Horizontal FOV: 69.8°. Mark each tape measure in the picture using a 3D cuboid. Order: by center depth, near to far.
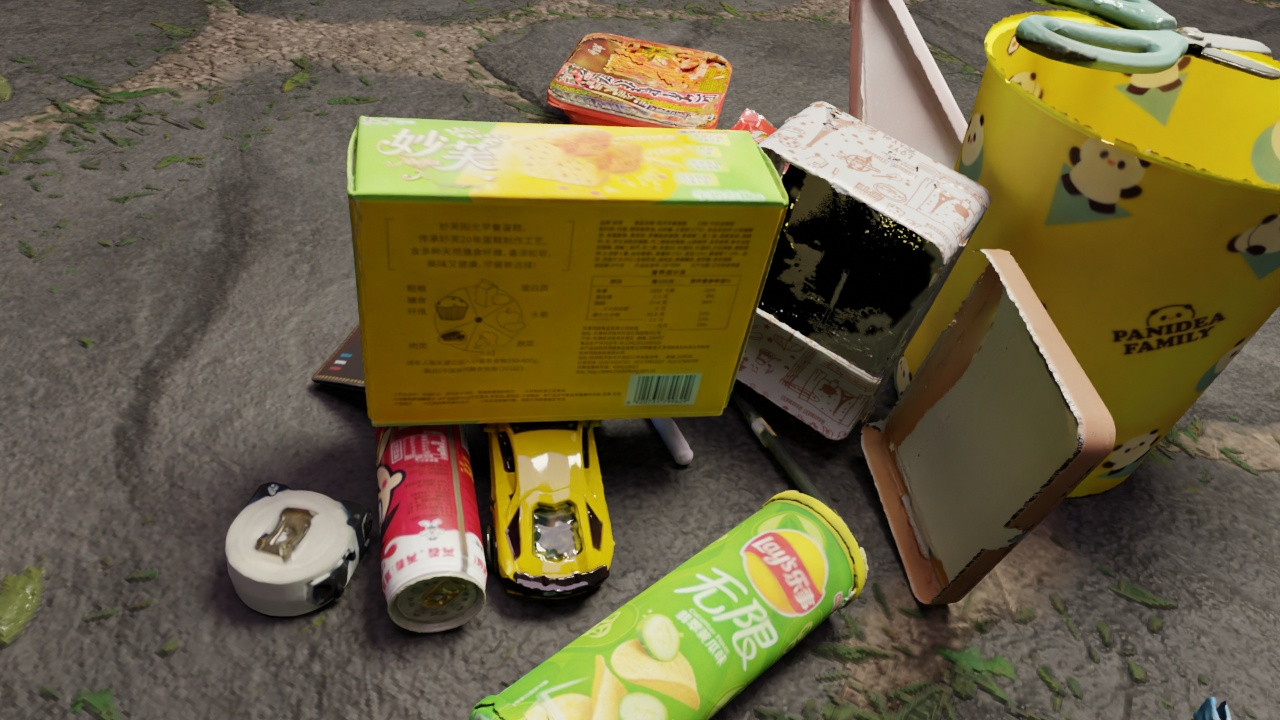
[{"bbox_3d":[-0.185,0.101,0.491,0.066,0.034,0.065,10,39,3],"label":"tape measure"}]

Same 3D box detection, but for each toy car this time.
[{"bbox_3d":[-0.056,0.063,0.534,0.071,0.041,0.155,-1,59,-13],"label":"toy car"}]

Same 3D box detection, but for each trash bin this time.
[{"bbox_3d":[0.295,-0.061,0.603,0.229,0.256,0.229,6,40,-5],"label":"trash bin"}]

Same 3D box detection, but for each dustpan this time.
[{"bbox_3d":[0.252,-0.212,0.792,0.139,0.273,0.222,0,10,11],"label":"dustpan"}]

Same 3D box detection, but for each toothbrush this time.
[{"bbox_3d":[0.086,0.055,0.615,0.012,0.017,0.185,-12,46,-27],"label":"toothbrush"},{"bbox_3d":[-0.004,0.004,0.654,0.021,0.029,0.189,-37,48,9],"label":"toothbrush"}]

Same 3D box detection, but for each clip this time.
[{"bbox_3d":[0.300,0.204,0.473,0.029,0.025,0.056,12,44,9],"label":"clip"}]

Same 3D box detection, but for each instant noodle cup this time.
[{"bbox_3d":[0.000,-0.259,0.917,0.164,0.079,0.188,13,41,4],"label":"instant noodle cup"}]

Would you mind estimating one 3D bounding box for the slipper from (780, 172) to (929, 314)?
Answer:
[{"bbox_3d":[0.146,-0.087,0.726,0.190,0.092,0.081,21,19,6],"label":"slipper"}]

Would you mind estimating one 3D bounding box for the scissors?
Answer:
[{"bbox_3d":[0.286,-0.193,0.544,0.172,0.019,0.178,36,46,26],"label":"scissors"}]

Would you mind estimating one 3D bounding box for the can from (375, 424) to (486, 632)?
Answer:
[{"bbox_3d":[-0.118,0.081,0.512,0.053,0.053,0.132,-4,42,-15],"label":"can"}]

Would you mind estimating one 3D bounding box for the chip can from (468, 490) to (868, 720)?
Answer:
[{"bbox_3d":[0.019,0.144,0.451,0.220,0.073,0.072,-27,52,-36],"label":"chip can"}]

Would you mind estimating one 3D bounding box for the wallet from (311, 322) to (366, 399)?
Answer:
[{"bbox_3d":[-0.150,-0.024,0.610,0.096,0.020,0.122,9,55,32],"label":"wallet"}]

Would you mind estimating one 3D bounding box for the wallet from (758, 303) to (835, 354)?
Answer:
[{"bbox_3d":[0.089,-0.021,0.688,0.121,0.019,0.097,13,34,-9],"label":"wallet"}]

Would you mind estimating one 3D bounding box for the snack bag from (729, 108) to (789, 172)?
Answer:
[{"bbox_3d":[0.121,-0.177,0.862,0.128,0.073,0.207,26,37,11],"label":"snack bag"}]

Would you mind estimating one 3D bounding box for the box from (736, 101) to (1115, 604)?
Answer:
[{"bbox_3d":[0.147,-0.009,0.547,0.124,0.179,0.274,-19,56,-28],"label":"box"}]

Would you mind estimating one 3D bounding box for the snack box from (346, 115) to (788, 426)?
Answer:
[{"bbox_3d":[-0.044,-0.043,0.496,0.210,0.158,0.070,-1,44,-13],"label":"snack box"}]
